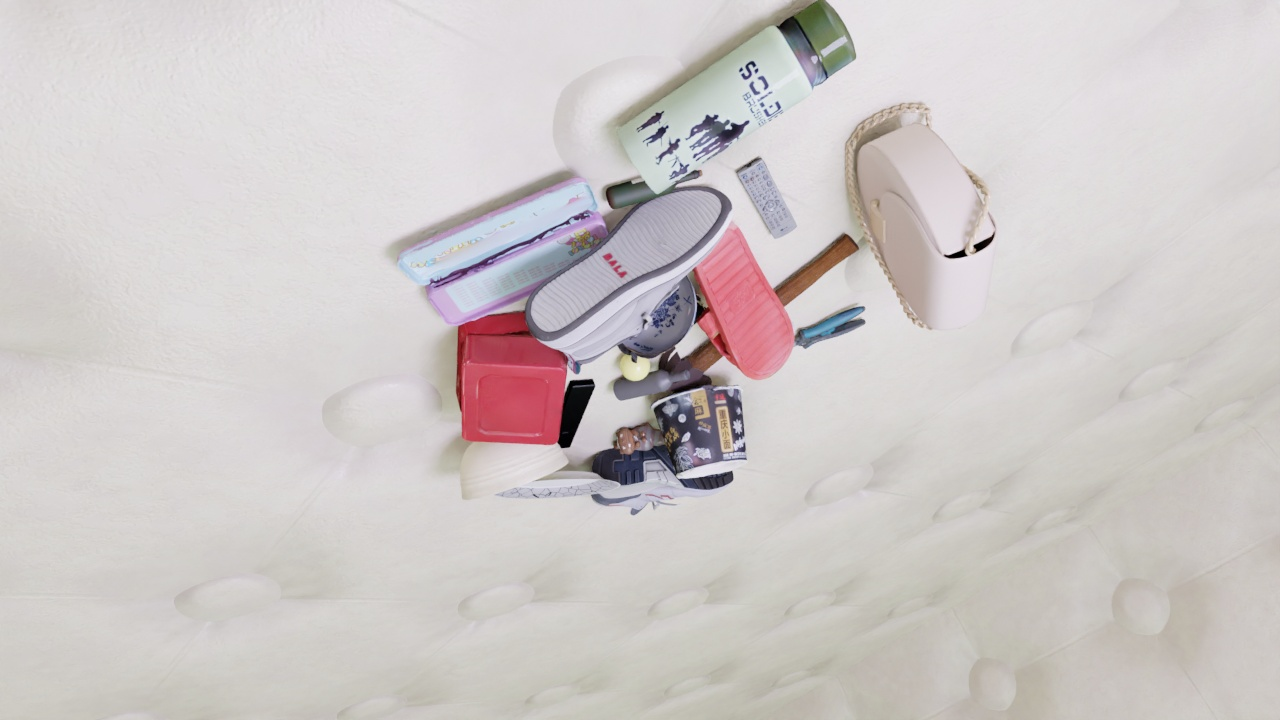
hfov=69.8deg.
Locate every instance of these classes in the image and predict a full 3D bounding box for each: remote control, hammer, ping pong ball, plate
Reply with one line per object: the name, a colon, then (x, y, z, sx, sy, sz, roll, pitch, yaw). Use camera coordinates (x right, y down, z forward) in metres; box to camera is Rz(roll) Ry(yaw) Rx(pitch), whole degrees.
remote control: (0.148, -0.185, 1.062, 0.033, 0.013, 0.136, -29, 146, 12)
remote control: (-0.100, 0.077, 1.294, 0.034, 0.013, 0.150, -4, 142, -25)
hammer: (0.155, -0.058, 1.232, 0.324, 0.033, 0.115, -39, 145, 24)
ping pong ball: (-0.007, 0.007, 1.223, 0.040, 0.040, 0.040, -15, 146, -10)
plate: (-0.124, 0.180, 1.338, 0.188, 0.016, 0.189, -4, 164, -1)

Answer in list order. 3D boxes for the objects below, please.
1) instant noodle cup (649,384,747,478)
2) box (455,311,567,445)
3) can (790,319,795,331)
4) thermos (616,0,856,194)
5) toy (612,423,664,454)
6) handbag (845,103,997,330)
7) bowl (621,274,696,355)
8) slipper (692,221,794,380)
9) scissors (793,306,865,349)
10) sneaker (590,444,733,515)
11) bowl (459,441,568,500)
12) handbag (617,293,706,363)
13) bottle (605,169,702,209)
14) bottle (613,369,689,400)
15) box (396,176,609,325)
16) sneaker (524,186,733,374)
instant noodle cup: (0.092, 0.105, 1.317, 0.137, 0.112, 0.137, -12, 165, -3)
box: (-0.157, 0.027, 1.111, 0.134, 0.110, 0.158, -6, 144, -15)
can: (0.183, -0.023, 1.293, 0.032, 0.032, 0.095, 0, 141, -29)
thermos: (0.094, -0.253, 0.882, 0.232, 0.082, 0.082, -32, 145, 14)
toy: (0.007, 0.117, 1.387, 0.102, 0.041, 0.055, -12, 169, 0)
handbag: (0.321, -0.155, 1.026, 0.103, 0.208, 0.211, -24, 148, 1)
bowl: (0.021, -0.063, 1.092, 0.114, 0.114, 0.045, -36, 165, 21)
slipper: (0.115, -0.072, 1.138, 0.103, 0.059, 0.249, -45, 129, -15)
scissors: (0.262, -0.043, 1.322, 0.123, 0.019, 0.148, 5, 144, -40)
sneaker: (0.021, 0.197, 1.478, 0.239, 0.088, 0.125, 4, 144, -21)
bowl: (-0.181, 0.128, 1.244, 0.151, 0.075, 0.150, -19, -178, 0)
handbag: (0.029, -0.042, 1.165, 0.129, 0.054, 0.079, -42, 146, 24)
bottle: (0.016, -0.186, 0.977, 0.106, 0.025, 0.025, -17, 146, -7)
bottle: (0.017, 0.030, 1.240, 0.113, 0.030, 0.030, -14, 154, 33)
box: (-0.138, -0.116, 0.983, 0.214, 0.035, 0.151, -23, 154, 2)
sneaker: (0.001, -0.085, 1.011, 0.263, 0.097, 0.129, -39, 152, -9)
